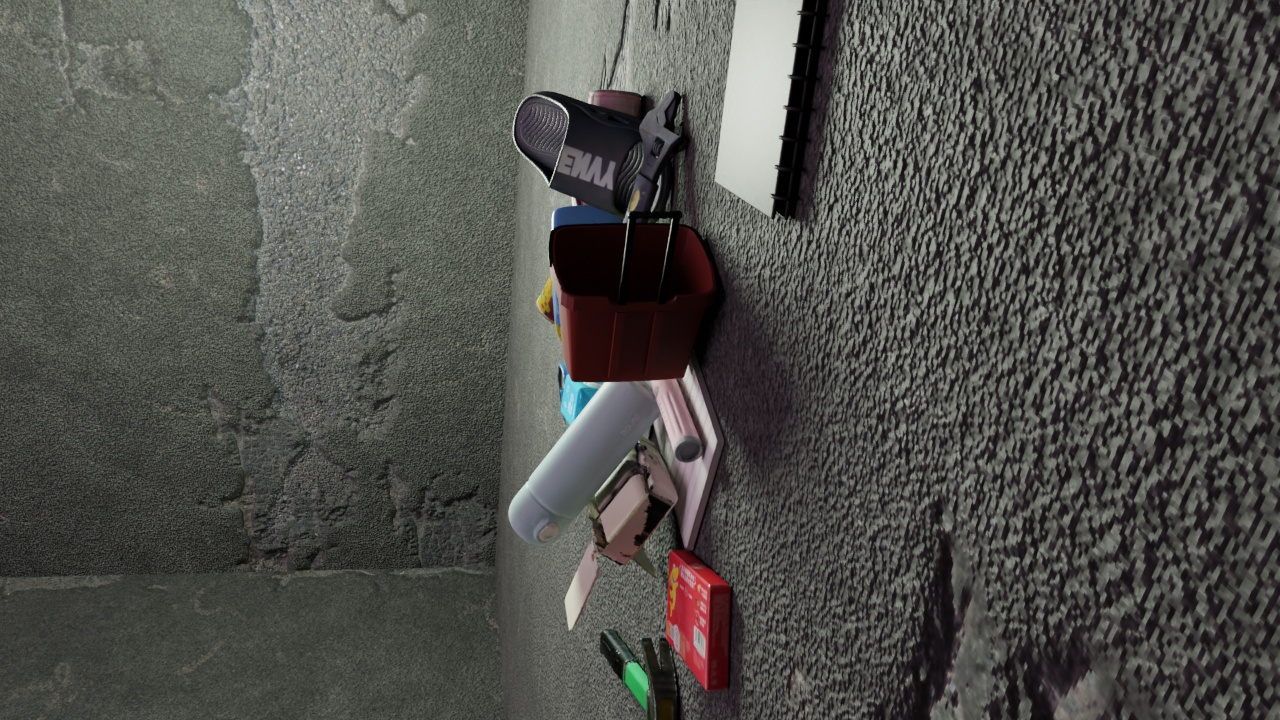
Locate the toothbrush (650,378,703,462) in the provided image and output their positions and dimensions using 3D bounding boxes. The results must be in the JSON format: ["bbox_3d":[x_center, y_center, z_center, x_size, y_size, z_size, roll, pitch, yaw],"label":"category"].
[{"bbox_3d":[0.023,0.025,0.905,0.222,0.026,0.027,-110,39,-57],"label":"toothbrush"}]

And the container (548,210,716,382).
[{"bbox_3d":[-0.008,-0.081,0.820,0.126,0.148,0.201,-103,15,-47],"label":"container"}]

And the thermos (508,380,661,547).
[{"bbox_3d":[-0.058,0.102,0.949,0.207,0.065,0.078,-52,32,12],"label":"thermos"}]

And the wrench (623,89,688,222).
[{"bbox_3d":[-0.004,-0.149,0.942,0.073,0.022,0.273,13,84,52],"label":"wrench"}]

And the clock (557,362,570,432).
[{"bbox_3d":[-0.081,0.061,1.319,0.161,0.060,0.117,-152,57,-75],"label":"clock"}]

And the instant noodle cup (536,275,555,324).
[{"bbox_3d":[-0.094,-0.117,1.363,0.100,0.100,0.113,-103,27,-48],"label":"instant noodle cup"}]

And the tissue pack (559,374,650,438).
[{"bbox_3d":[-0.040,0.053,1.089,0.144,0.092,0.062,-141,60,-74],"label":"tissue pack"}]

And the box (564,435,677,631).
[{"bbox_3d":[-0.009,0.179,0.950,0.145,0.101,0.187,-112,44,-68],"label":"box"}]

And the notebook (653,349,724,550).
[{"bbox_3d":[0.041,0.061,0.908,0.209,0.009,0.143,-104,20,-51],"label":"notebook"}]

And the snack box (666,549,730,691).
[{"bbox_3d":[0.050,0.228,0.820,0.133,0.021,0.089,-173,84,-78],"label":"snack box"}]

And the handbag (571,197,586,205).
[{"bbox_3d":[-0.082,-0.255,1.201,0.170,0.068,0.144,52,-147,-66],"label":"handbag"}]

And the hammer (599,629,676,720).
[{"bbox_3d":[-0.009,0.360,1.057,0.319,0.032,0.130,161,109,-77],"label":"hammer"}]

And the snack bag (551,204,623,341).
[{"bbox_3d":[-0.058,-0.084,1.192,0.205,0.102,0.158,88,178,-67],"label":"snack bag"}]

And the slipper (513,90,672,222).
[{"bbox_3d":[-0.072,-0.242,1.041,0.268,0.083,0.111,35,114,35],"label":"slipper"}]

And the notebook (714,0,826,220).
[{"bbox_3d":[0.095,-0.232,0.672,0.169,0.019,0.232,-117,30,-67],"label":"notebook"}]

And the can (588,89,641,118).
[{"bbox_3d":[-0.034,-0.296,1.149,0.067,0.067,0.076,-142,55,-75],"label":"can"}]
